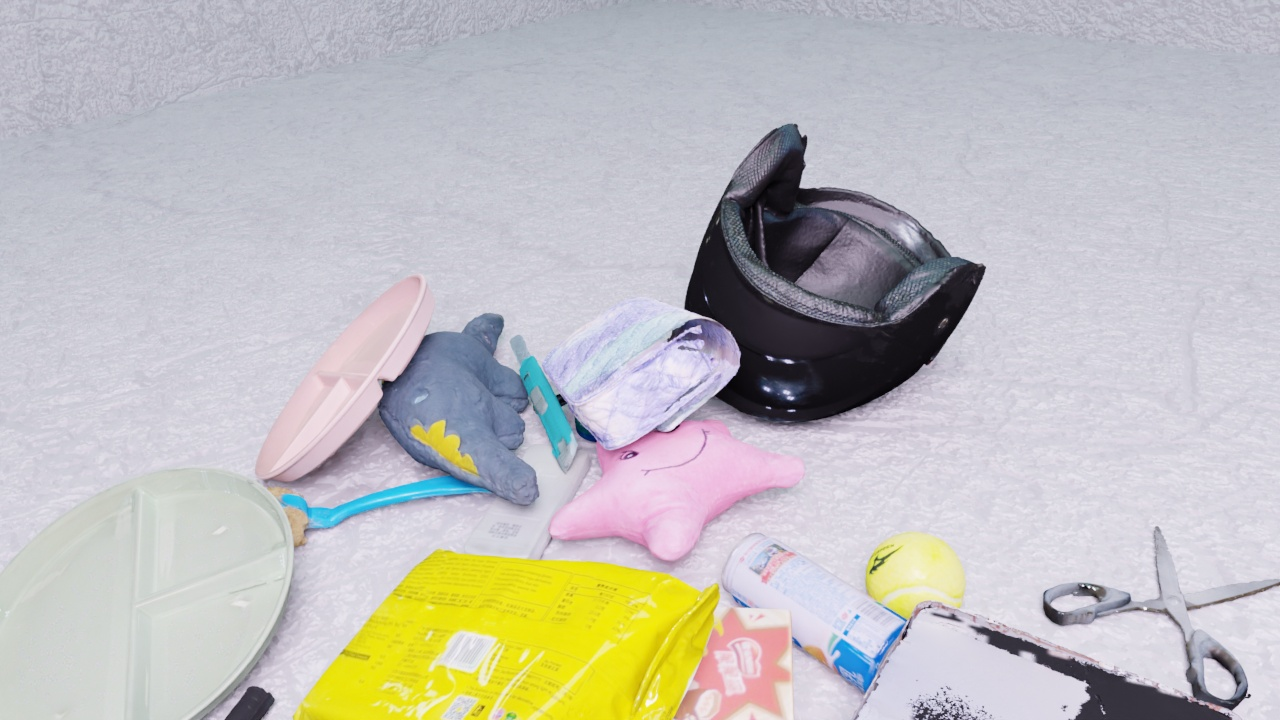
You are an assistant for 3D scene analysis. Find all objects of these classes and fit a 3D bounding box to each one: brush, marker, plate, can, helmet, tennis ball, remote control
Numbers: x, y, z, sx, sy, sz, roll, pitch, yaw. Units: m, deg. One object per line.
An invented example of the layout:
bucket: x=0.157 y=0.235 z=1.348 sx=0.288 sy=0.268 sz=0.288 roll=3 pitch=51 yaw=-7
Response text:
brush: x=-0.238 y=0.120 z=0.758 sx=0.254 sy=0.046 sz=0.083 roll=-8 pitch=29 yaw=-17
marker: x=-0.264 y=0.252 z=0.550 sx=0.022 sy=0.020 sz=0.131 roll=-2 pitch=28 yaw=16
plate: x=-0.264 y=0.016 z=0.831 sx=0.230 sy=0.028 sz=0.229 roll=-38 pitch=26 yaw=23
can: x=0.118 y=0.168 z=0.615 sx=0.053 sy=0.053 sz=0.135 roll=-26 pitch=36 yaw=-33
helmet: x=0.168 y=-0.067 z=0.849 sx=0.273 sy=0.231 sz=0.233 roll=-17 pitch=56 yaw=-47
tennis ball: x=0.187 y=0.150 z=0.625 sx=0.065 sy=0.065 sz=0.065 roll=-3 pitch=30 yaw=2
remote control: x=-0.090 y=0.119 z=0.758 sx=0.058 sy=0.021 sz=0.149 roll=5 pitch=31 yaw=16
plate: x=-0.351 y=0.172 z=0.639 sx=0.230 sy=0.027 sz=0.229 roll=-6 pitch=45 yaw=6

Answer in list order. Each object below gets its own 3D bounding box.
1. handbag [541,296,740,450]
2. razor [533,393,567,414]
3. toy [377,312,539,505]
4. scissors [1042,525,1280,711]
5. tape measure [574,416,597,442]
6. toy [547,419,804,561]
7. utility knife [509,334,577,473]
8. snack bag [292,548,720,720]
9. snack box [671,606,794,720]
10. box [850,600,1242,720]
handbag: x=-0.005 y=0.005 z=0.788 sx=0.134 sy=0.075 sz=0.194 roll=-36 pitch=18 yaw=-6
razor: x=-0.058 y=0.028 z=0.902 sx=0.043 sy=0.022 sz=0.142 roll=29 pitch=33 yaw=22
toy: x=-0.168 y=0.031 z=0.846 sx=0.137 sy=0.091 sz=0.356 roll=2 pitch=24 yaw=-11
scissors: x=0.367 y=0.168 z=0.624 sx=0.177 sy=0.014 sz=0.159 roll=-9 pitch=30 yaw=-9
tape measure: x=-0.034 y=0.053 z=0.863 sx=0.058 sy=0.025 sz=0.054 roll=3 pitch=29 yaw=13
toy: x=0.012 y=0.096 z=0.733 sx=0.194 sy=0.075 sz=0.179 roll=-25 pitch=29 yaw=-31
utility knife: x=-0.093 y=0.031 z=0.840 sx=0.013 sy=0.029 sz=0.193 roll=28 pitch=19 yaw=-38
snack bag: x=-0.085 y=0.178 z=0.518 sx=0.247 sy=0.068 sz=0.157 roll=-8 pitch=32 yaw=40
snack box: x=0.042 y=0.204 z=0.537 sx=0.094 sy=0.077 sz=0.092 roll=1 pitch=30 yaw=8
box: x=0.169 y=0.251 z=0.435 sx=0.178 sy=0.088 sz=0.261 roll=16 pitch=34 yaw=31
